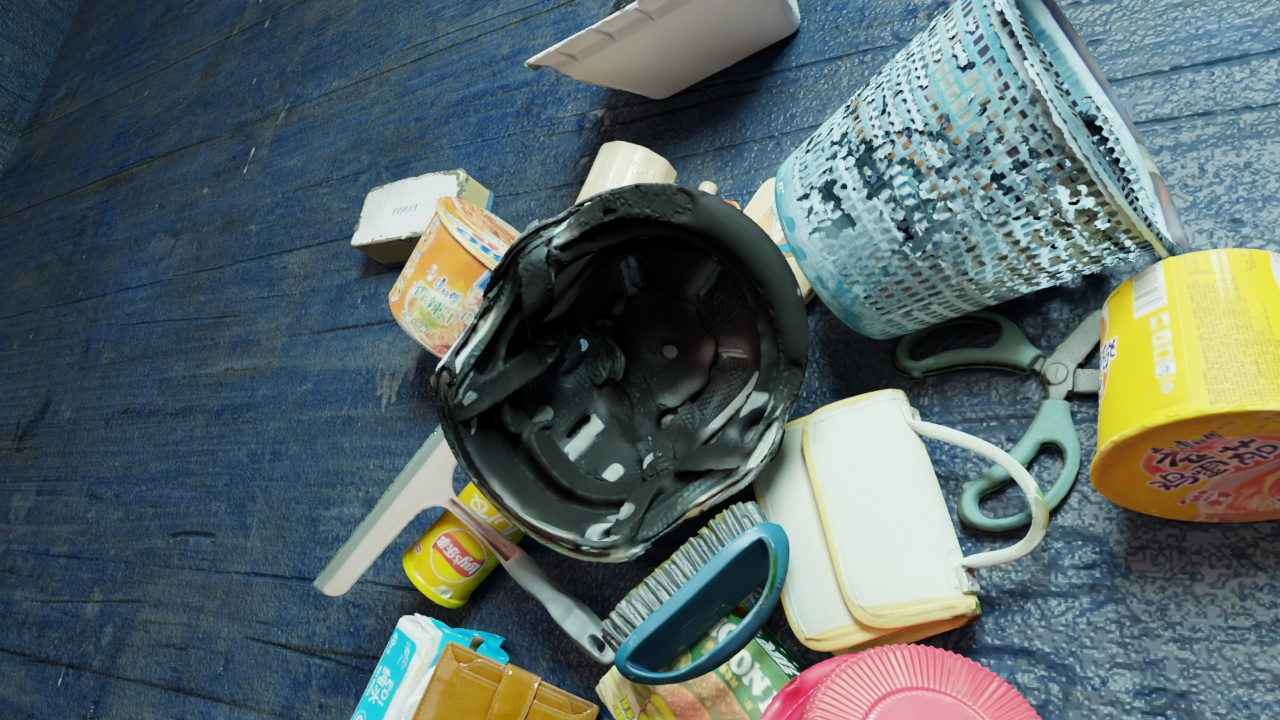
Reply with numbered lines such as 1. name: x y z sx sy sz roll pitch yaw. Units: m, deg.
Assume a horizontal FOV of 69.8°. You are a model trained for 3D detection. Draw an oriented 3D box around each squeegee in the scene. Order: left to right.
1. squeegee: -0.104 0.156 0.724 0.250 0.040 0.247 35 83 30

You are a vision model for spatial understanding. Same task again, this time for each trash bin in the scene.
1. trash bin: 0.208 -0.119 0.610 0.196 0.226 0.226 -31 52 36

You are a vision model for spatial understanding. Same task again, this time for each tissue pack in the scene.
1. tissue pack: -0.174 0.282 0.751 0.063 0.090 0.140 13 75 54

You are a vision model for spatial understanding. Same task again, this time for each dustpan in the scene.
1. dustpan: 0.028 -0.347 0.842 0.223 0.273 0.138 -18 83 25

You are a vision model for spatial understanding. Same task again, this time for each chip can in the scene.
1. chip can: -0.115 0.118 0.804 0.213 0.072 0.072 -48 49 6

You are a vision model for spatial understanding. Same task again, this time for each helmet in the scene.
1. helmet: -0.004 0.004 0.673 0.230 0.156 0.274 41 103 3

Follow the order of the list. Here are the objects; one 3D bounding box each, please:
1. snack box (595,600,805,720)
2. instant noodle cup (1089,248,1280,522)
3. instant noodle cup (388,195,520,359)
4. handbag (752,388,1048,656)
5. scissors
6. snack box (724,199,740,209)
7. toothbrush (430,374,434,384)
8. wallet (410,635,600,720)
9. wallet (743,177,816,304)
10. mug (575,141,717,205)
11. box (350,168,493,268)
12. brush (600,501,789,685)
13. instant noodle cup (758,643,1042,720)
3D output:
1. snack box: 0.082 0.261 0.595 0.114 0.063 0.240 -52 49 3
2. instant noodle cup: 0.318 0.014 0.505 0.138 0.138 0.109 -11 53 32
3. instant noodle cup: -0.163 -0.070 0.889 0.111 0.151 0.151 -50 49 16
4. handbag: 0.167 0.096 0.605 0.179 0.063 0.163 -29 55 29
5. scissors: 0.239 0.023 0.628 0.180 0.019 0.170 35 92 42
6. snack box: 0.045 -0.085 0.763 0.082 0.080 0.091 -40 53 50
7. toothbrush: -0.168 0.065 0.904 0.016 0.017 0.187 -50 50 4
8. wallet: -0.108 0.282 0.702 0.130 0.035 0.119 23 82 0
9. wallet: 0.121 -0.097 0.769 0.087 0.024 0.115 -49 46 4
10. mug: -0.001 -0.132 0.846 0.125 0.084 0.103 17 77 15
11. box: -0.256 -0.160 1.054 0.185 0.059 0.089 -1 67 38
12. brush: 0.042 0.160 0.596 0.144 0.055 0.073 -44 49 4
13. instant noodle cup: 0.152 0.226 0.492 0.194 0.066 0.193 0 40 0
